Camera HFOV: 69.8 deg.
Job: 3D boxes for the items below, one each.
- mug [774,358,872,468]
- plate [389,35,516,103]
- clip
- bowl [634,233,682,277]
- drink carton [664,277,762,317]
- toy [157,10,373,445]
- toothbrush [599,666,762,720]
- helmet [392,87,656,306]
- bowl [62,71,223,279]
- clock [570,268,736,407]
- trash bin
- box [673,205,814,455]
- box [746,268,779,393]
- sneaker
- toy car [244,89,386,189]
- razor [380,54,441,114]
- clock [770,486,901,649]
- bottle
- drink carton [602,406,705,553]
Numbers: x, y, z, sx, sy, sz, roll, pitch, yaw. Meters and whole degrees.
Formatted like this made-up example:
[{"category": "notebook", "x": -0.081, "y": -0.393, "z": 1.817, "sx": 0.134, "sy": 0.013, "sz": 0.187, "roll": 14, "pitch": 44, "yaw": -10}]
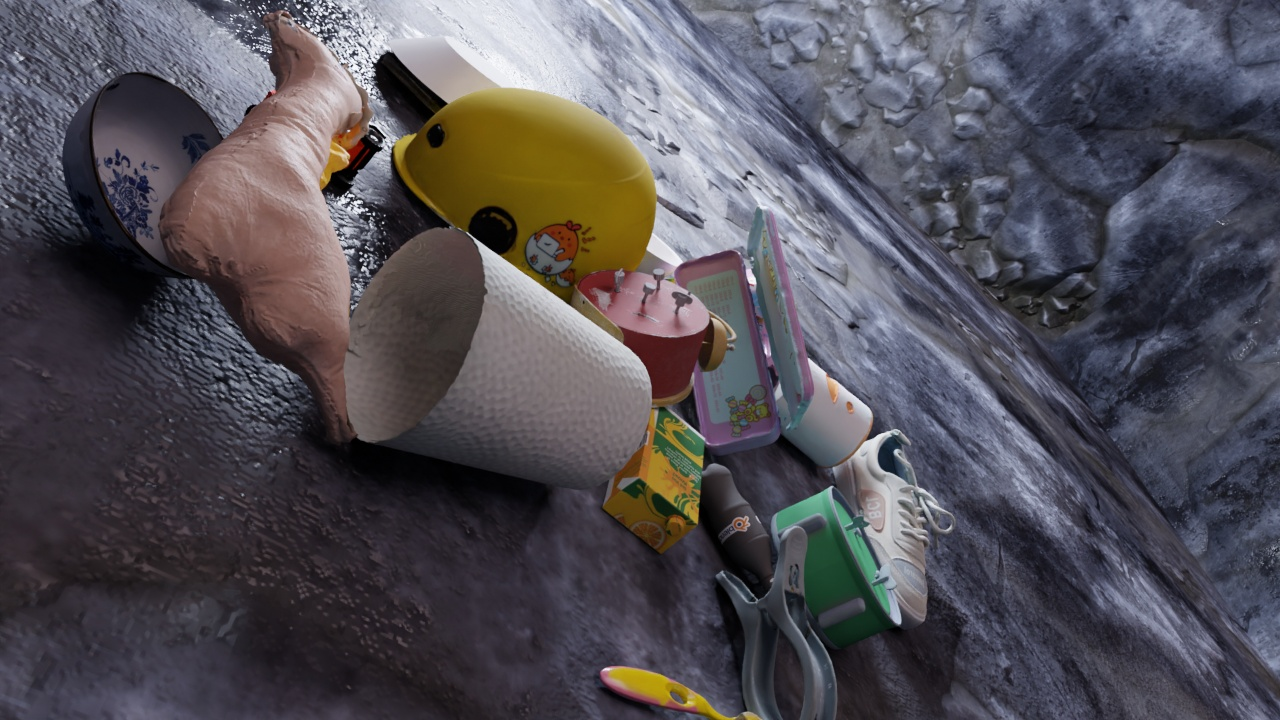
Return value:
[{"category": "mug", "x": 0.182, "y": 0.052, "z": 0.979, "sx": 0.105, "sy": 0.082, "sz": 0.082, "roll": 39, "pitch": 26, "yaw": -15}, {"category": "plate", "x": -0.172, "y": -0.288, "z": 0.943, "sx": 0.174, "sy": 0.036, "sz": 0.173, "roll": 36, "pitch": 17, "yaw": -13}, {"category": "clip", "x": 0.090, "y": 0.204, "z": 0.646, "sx": 0.027, "sy": 0.091, "sz": 0.162, "roll": 31, "pitch": 43, "yaw": -33}, {"category": "bowl", "x": -0.010, "y": -0.116, "z": 0.968, "sx": 0.110, "sy": 0.041, "sz": 0.109, "roll": 34, "pitch": 16, "yaw": -11}, {"category": "drink carton", "x": 0.077, "y": -0.065, "z": 0.950, "sx": 0.044, "sy": 0.129, "sz": 0.039, "roll": -46, "pitch": 135, "yaw": -65}, {"category": "toy", "x": -0.201, "y": -0.094, "z": 0.558, "sx": 0.263, "sy": 0.065, "sz": 0.196, "roll": -90, "pitch": 159, "yaw": -56}, {"category": "toothbrush", "x": 0.028, "y": 0.213, "z": 0.573, "sx": 0.135, "sy": 0.016, "sz": 0.021, "roll": 31, "pitch": 31, "yaw": -31}, {"category": "helmet", "x": -0.082, "y": -0.165, "z": 0.816, "sx": 0.240, "sy": 0.140, "sz": 0.208, "roll": 37, "pitch": 26, "yaw": -19}, {"category": "bowl", "x": -0.271, "y": -0.094, "z": 0.499, "sx": 0.114, "sy": 0.045, "sz": 0.114, "roll": -11, "pitch": 89, "yaw": -78}, {"category": "clock", "x": 0.010, "y": -0.030, "z": 0.759, "sx": 0.158, "sy": 0.081, "sz": 0.117, "roll": -6, "pitch": 36, "yaw": -34}, {"category": "trash bin", "x": -0.083, "y": 0.011, "z": 0.576, "sx": 0.161, "sy": 0.133, "sz": 0.133, "roll": 28, "pitch": 30, "yaw": -44}, {"category": "box", "x": 0.101, "y": -0.027, "z": 0.854, "sx": 0.062, "sy": 0.140, "sz": 0.213, "roll": 18, "pitch": 51, "yaw": -36}, {"category": "box", "x": 0.114, "y": -0.012, "z": 0.994, "sx": 0.229, "sy": 0.085, "sz": 0.091, "roll": -79, "pitch": 150, "yaw": -61}, {"category": "sneaker", "x": 0.260, "y": 0.158, "z": 0.937, "sx": 0.089, "sy": 0.091, "sz": 0.241, "roll": 38, "pitch": 27, "yaw": -20}, {"category": "toy car", "x": -0.238, "y": -0.163, "z": 0.670, "sx": 0.049, "sy": 0.051, "sz": 0.100, "roll": 57, "pitch": 27, "yaw": 16}, {"category": "razor", "x": -0.213, "y": -0.259, "z": 0.892, "sx": 0.106, "sy": 0.026, "sz": 0.042, "roll": 45, "pitch": 26, "yaw": 6}, {"category": "clock", "x": 0.172, "y": 0.173, "z": 0.776, "sx": 0.122, "sy": 0.075, "sz": 0.161, "roll": 67, "pitch": 16, "yaw": 19}, {"category": "bottle", "x": 0.079, "y": 0.136, "z": 0.745, "sx": 0.036, "sy": 0.036, "sz": 0.110, "roll": 9, "pitch": 44, "yaw": -53}, {"category": "drink carton", "x": 0.013, "y": 0.087, "z": 0.708, "sx": 0.058, "sy": 0.041, "sz": 0.122, "roll": 40, "pitch": 25, "yaw": -14}]
